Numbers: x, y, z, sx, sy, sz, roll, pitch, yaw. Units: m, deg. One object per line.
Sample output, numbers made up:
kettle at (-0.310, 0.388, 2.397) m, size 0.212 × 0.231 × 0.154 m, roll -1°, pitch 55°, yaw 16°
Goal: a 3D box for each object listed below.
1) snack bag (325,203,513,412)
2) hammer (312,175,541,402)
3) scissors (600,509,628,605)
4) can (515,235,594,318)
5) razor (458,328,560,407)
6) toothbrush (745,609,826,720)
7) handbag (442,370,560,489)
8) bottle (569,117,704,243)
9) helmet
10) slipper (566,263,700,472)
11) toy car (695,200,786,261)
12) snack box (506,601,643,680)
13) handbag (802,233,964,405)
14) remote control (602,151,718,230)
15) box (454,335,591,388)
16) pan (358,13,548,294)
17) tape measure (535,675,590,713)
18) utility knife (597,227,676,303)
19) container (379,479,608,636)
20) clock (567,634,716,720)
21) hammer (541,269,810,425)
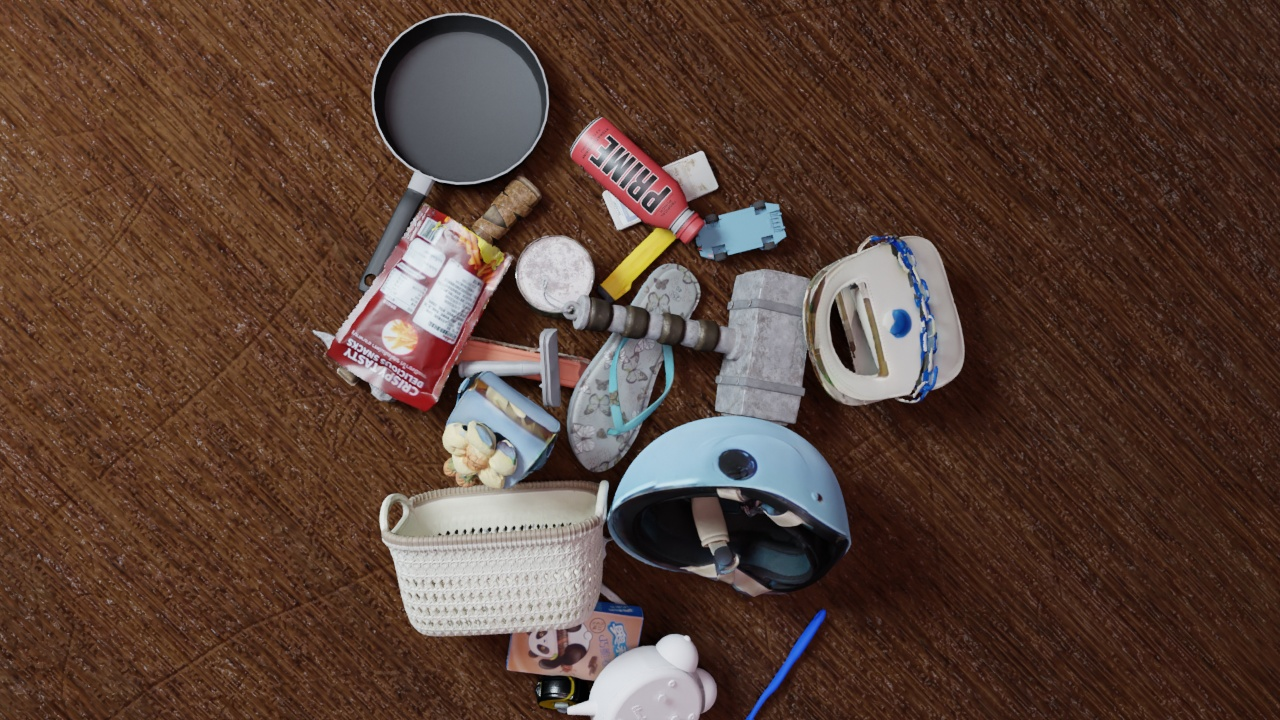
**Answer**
snack bag at (-0.246, -0.060, 1.030) m, size 0.139 × 0.067 × 0.208 m, roll 30°, pitch 85°, yaw 1°
hammer at (-0.239, -0.096, 1.086) m, size 0.121 × 0.049 × 0.318 m, roll 43°, pitch 84°, yaw 0°
scissors at (-0.052, 0.251, 1.105) m, size 0.141 × 0.014 × 0.175 m, roll 20°, pitch 91°, yaw -2°
can at (-0.100, -0.097, 1.081) m, size 0.090 × 0.074 × 0.090 m, roll 0°, pitch 87°, yaw -4°
razor at (-0.152, 0.009, 1.057) m, size 0.116 × 0.047 × 0.088 m, roll -1°, pitch 103°, yaw 4°
toothbrush at (0.177, 0.383, 1.122) m, size 0.018 × 0.016 × 0.182 m, roll 36°, pitch 86°, yaw -9°
handbag at (-0.163, 0.088, 1.009) m, size 0.122 × 0.192 × 0.118 m, roll 38°, pitch 71°, yaw -5°
bottle at (0.001, -0.208, 1.085) m, size 0.176 × 0.062 × 0.062 m, roll 42°, pitch 85°, yaw 1°
helmet at (0.097, 0.156, 1.035) m, size 0.265 × 0.226 × 0.166 m, roll 9°, pitch 50°, yaw -7°
slipper at (-0.006, 0.006, 1.083) m, size 0.098 × 0.055 × 0.268 m, roll 28°, pitch 84°, yaw -26°
toy car at (0.121, -0.157, 1.125) m, size 0.108 × 0.027 × 0.060 m, roll -14°, pitch 90°, yaw 5°
snack box at (-0.078, 0.328, 1.085) m, size 0.151 × 0.034 × 0.087 m, roll 9°, pitch 99°, yaw -5°
handbag at (0.280, -0.043, 1.068) m, size 0.199 × 0.093 × 0.200 m, roll -20°, pitch 94°, yaw -29°
remote control at (0.025, -0.208, 1.125) m, size 0.135 × 0.011 × 0.050 m, roll -24°, pitch 91°, yaw -5°
box at (-0.145, 0.001, 1.088) m, size 0.186 × 0.056 × 0.059 m, roll 10°, pitch 56°, yaw -6°
pan at (-0.242, -0.236, 1.080) m, size 0.204 × 0.044 × 0.355 m, roll 25°, pitch 85°, yaw -3°
tape measure at (-0.092, 0.391, 1.072) m, size 0.062 × 0.061 × 0.034 m, roll -2°, pitch 55°, yaw 5°
utility knife at (0.006, -0.127, 1.120) m, size 0.151 × 0.017 × 0.030 m, roll -45°, pitch 97°, yaw -4°
container at (-0.153, 0.211, 1.018) m, size 0.246 × 0.184 × 0.143 m, roll -4°, pitch 100°, yaw 3°
clock at (0.011, 0.399, 1.056) m, size 0.160 × 0.073 × 0.125 m, roll -33°, pitch 120°, yaw -12°
hammer at (0.041, -0.033, 1.050) m, size 0.326 × 0.079 × 0.177 m, roll 10°, pitch 88°, yaw -20°
